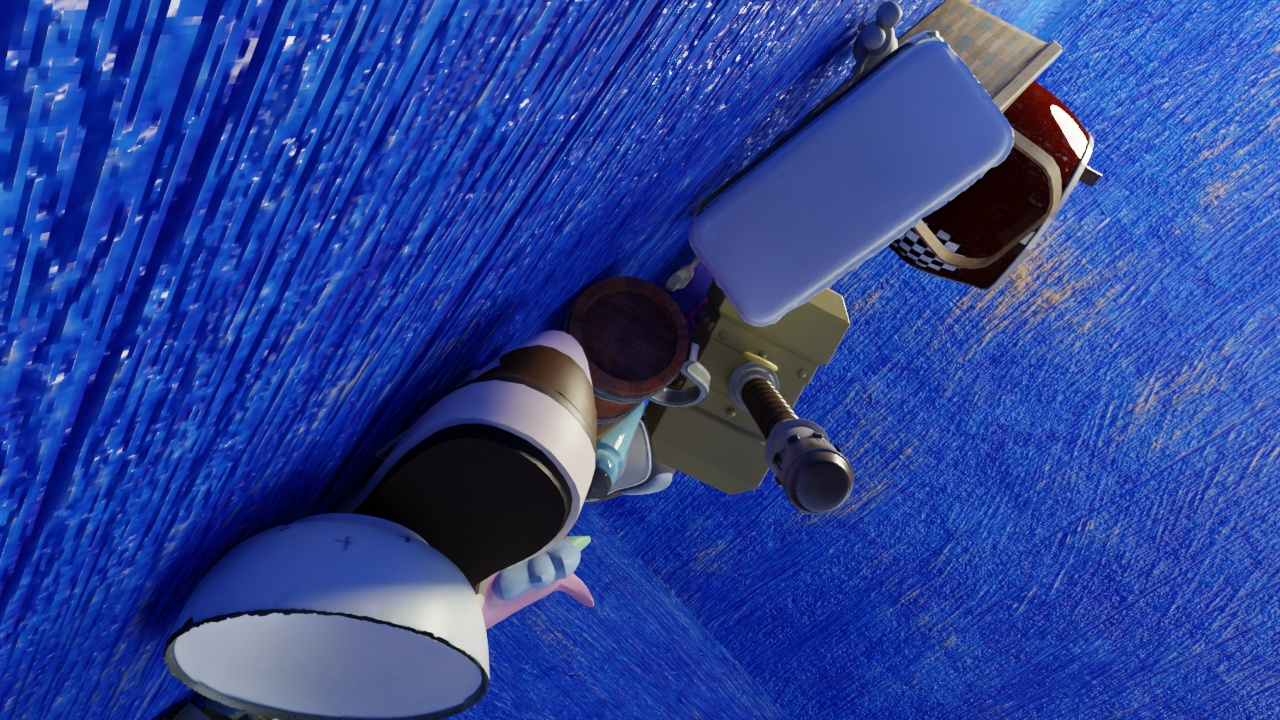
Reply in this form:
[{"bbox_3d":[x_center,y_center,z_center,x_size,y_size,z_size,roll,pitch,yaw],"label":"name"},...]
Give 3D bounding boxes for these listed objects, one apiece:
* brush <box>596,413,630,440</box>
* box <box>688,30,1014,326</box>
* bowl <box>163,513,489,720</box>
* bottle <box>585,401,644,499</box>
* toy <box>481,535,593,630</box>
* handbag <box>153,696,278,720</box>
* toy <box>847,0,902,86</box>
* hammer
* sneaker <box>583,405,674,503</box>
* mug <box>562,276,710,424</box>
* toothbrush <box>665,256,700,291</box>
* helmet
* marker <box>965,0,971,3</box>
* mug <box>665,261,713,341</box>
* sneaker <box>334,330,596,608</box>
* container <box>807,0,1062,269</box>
[{"bbox_3d":[-0.028,0.022,0.808,0.196,0.059,0.043,-43,-174,34],"label":"brush"},{"bbox_3d":[0.144,-0.116,0.624,0.211,0.105,0.129,-36,168,27],"label":"box"},{"bbox_3d":[-0.151,0.129,0.469,0.154,0.153,0.072,-50,-151,44],"label":"bowl"},{"bbox_3d":[-0.031,0.079,0.863,0.040,0.040,0.129,-50,-168,43],"label":"bottle"},{"bbox_3d":[-0.155,0.223,0.923,0.171,0.120,0.221,-11,-175,24],"label":"toy"},{"bbox_3d":[-0.325,0.314,0.681,0.187,0.113,0.116,-45,-172,33],"label":"handbag"},{"bbox_3d":[0.157,-0.209,0.615,0.049,0.030,0.111,-55,173,8],"label":"toy"},{"bbox_3d":[0.092,0.035,0.664,0.190,0.100,0.324,-63,-171,10],"label":"hammer"},{"bbox_3d":[-0.085,0.115,1.008,0.160,0.093,0.257,-3,169,-34],"label":"sneaker"},{"bbox_3d":[-0.004,0.004,0.637,0.111,0.117,0.081,130,-28,-67],"label":"mug"},{"bbox_3d":[0.072,-0.115,0.751,0.018,0.015,0.182,-29,165,-46],"label":"toothbrush"},{"bbox_3d":[0.370,-0.201,0.998,0.233,0.253,0.234,-58,172,-5],"label":"helmet"},{"bbox_3d":[0.291,-0.326,0.778,0.012,0.013,0.142,-42,174,-20],"label":"marker"},{"bbox_3d":[0.060,-0.034,0.881,0.079,0.083,0.111,-43,173,-12],"label":"mug"},{"bbox_3d":[-0.114,0.080,0.558,0.295,0.111,0.116,-51,-169,44],"label":"sneaker"},{"bbox_3d":[0.253,-0.166,0.780,0.249,0.186,0.158,-41,173,-23],"label":"container"}]
